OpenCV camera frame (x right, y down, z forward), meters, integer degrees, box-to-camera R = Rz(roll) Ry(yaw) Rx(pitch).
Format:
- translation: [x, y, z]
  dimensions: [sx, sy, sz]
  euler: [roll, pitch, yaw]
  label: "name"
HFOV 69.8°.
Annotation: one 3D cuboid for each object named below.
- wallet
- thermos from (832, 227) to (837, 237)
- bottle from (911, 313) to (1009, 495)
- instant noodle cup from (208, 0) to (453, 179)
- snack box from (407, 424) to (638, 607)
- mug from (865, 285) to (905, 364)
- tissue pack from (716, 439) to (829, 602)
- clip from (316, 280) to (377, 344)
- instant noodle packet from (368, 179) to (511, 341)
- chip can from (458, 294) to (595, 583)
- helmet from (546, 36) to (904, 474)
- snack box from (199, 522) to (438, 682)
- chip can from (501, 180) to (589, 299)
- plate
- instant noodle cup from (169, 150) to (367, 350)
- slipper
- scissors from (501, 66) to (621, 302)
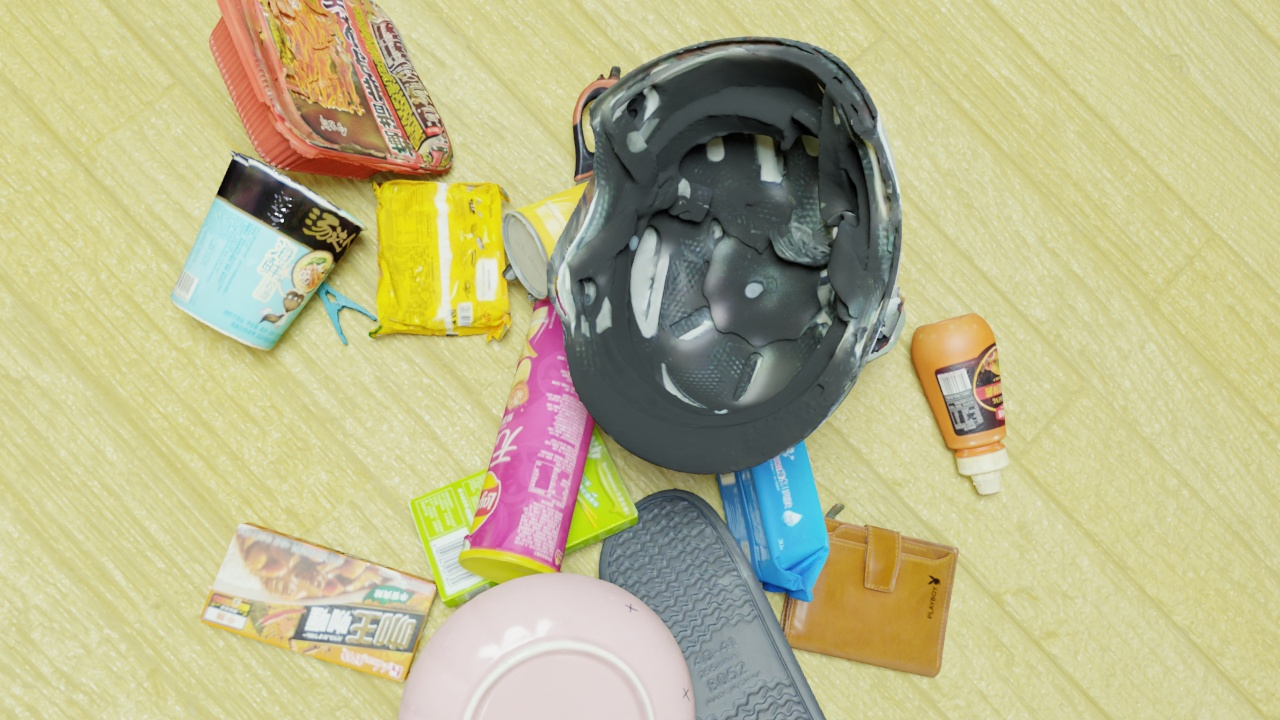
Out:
- translation: [0.184, 0.181, 0.735]
  dimensions: [0.130, 0.035, 0.119]
  euler: [13, 84, -6]
  label: "wallet"
- translation: [0.092, -0.082, 0.751]
  dimensions: [0.224, 0.073, 0.073]
  euler: [-30, 85, -11]
  label: "thermos"
- translation: [0.271, 0.038, 0.758]
  dimensions: [0.066, 0.067, 0.149]
  euler: [-14, 89, -10]
  label: "bottle"
- translation: [-0.241, -0.207, 0.690]
  dimensions: [0.079, 0.188, 0.164]
  euler: [-28, 82, 24]
  label: "instant noodle cup"
- translation: [-0.089, 0.116, 0.698]
  dimensions: [0.156, 0.026, 0.085]
  euler: [-23, 65, -11]
  label: "snack box"
- translation: [0.144, -0.010, 0.725]
  dimensions: [0.083, 0.103, 0.123]
  euler: [27, 76, -3]
  label: "mug"
- translation: [0.099, 0.103, 0.703]
  dimensions: [0.052, 0.095, 0.157]
  euler: [-9, 81, -16]
  label: "tissue pack"
- translation: [-0.238, -0.042, 0.725]
  dimensions: [0.033, 0.013, 0.054]
  euler: [-43, 87, -14]
  label: "clip"
- translation: [-0.158, -0.077, 0.727]
  dimensions: [0.110, 0.044, 0.128]
  euler: [-1, 82, -10]
  label: "instant noodle packet"
- translation: [-0.070, 0.056, 0.674]
  dimensions: [0.071, 0.072, 0.210]
  euler: [15, 62, -5]
  label: "chip can"
- translation: [0.069, -0.066, 0.621]
  dimensions: [0.230, 0.156, 0.274]
  euler: [5, 91, 25]
  label: "helmet"
- translation: [-0.235, 0.178, 0.679]
  dimensions: [0.153, 0.026, 0.075]
  euler: [19, 78, -4]
  label: "snack box"
- translation: [0.000, -0.121, 0.718]
  dimensions: [0.213, 0.072, 0.072]
  euler: [-26, 84, -25]
  label: "chip can"
- translation: [-0.054, 0.232, 0.573]
  dimensions: [0.192, 0.039, 0.192]
  euler: [1, 87, -13]
  label: "plate"
- translation: [-0.282, -0.076, 0.685]
  dimensions: [0.111, 0.111, 0.120]
  euler: [29, 86, -2]
  label: "instant noodle cup"
- translation: [0.053, 0.223, 0.675]
  dimensions: [0.110, 0.083, 0.268]
  euler: [-24, 58, -10]
  label: "slipper"
- translation: [-0.044, -0.149, 0.750]
  dimensions: [0.201, 0.015, 0.206]
  euler: [-12, 87, -23]
  label: "scissors"
